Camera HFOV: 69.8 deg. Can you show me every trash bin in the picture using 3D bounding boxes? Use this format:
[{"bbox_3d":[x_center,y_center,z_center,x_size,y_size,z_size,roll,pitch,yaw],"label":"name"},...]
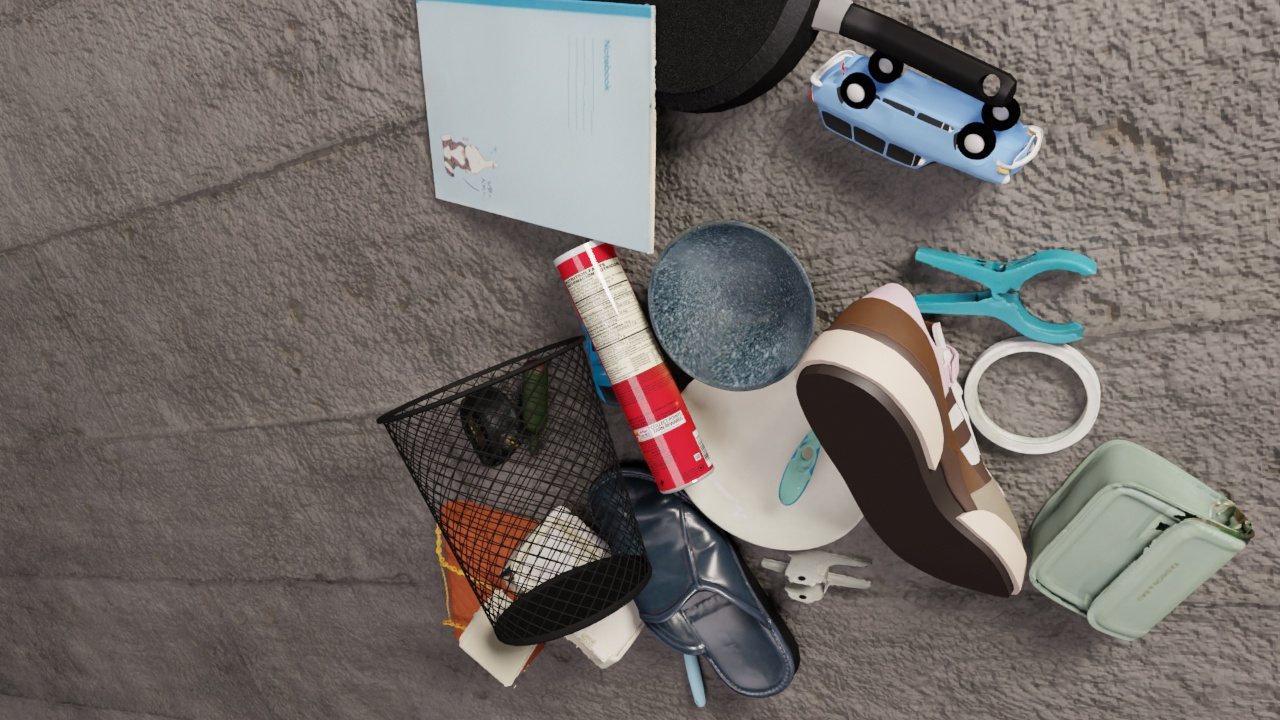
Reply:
[{"bbox_3d":[-0.095,0.111,0.777,0.184,0.183,0.210,-18,97,32],"label":"trash bin"}]

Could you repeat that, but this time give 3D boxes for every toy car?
[{"bbox_3d":[-0.026,-0.006,0.819,0.048,0.032,0.105,2,113,27],"label":"toy car"},{"bbox_3d":[0.188,-0.160,0.614,0.153,0.056,0.055,31,143,20],"label":"toy car"}]

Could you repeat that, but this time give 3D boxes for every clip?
[{"bbox_3d":[0.149,0.181,0.809,0.102,0.059,0.052,6,97,24],"label":"clip"},{"bbox_3d":[0.261,-0.034,0.664,0.130,0.030,0.120,-7,114,29],"label":"clip"}]

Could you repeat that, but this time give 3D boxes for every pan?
[{"bbox_3d":[0.080,-0.248,0.598,0.356,0.034,0.226,37,127,24],"label":"pan"}]

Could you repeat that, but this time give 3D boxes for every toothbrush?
[{"bbox_3d":[0.046,0.289,0.933,0.022,0.016,0.155,9,119,49],"label":"toothbrush"},{"bbox_3d":[0.137,0.068,0.737,0.022,0.017,0.135,25,122,13],"label":"toothbrush"}]

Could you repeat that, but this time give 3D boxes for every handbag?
[{"bbox_3d":[0.357,0.134,0.671,0.106,0.067,0.122,31,123,9],"label":"handbag"},{"bbox_3d":[-0.169,0.246,0.998,0.109,0.060,0.172,13,119,26],"label":"handbag"}]

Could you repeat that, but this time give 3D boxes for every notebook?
[{"bbox_3d":[-0.089,-0.197,0.735,0.254,0.009,0.181,19,122,35],"label":"notebook"}]

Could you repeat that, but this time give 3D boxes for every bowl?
[{"bbox_3d":[0.079,-0.049,0.727,0.137,0.057,0.137,10,114,24],"label":"bowl"}]

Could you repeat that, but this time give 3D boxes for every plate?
[{"bbox_3d":[0.113,0.076,0.785,0.182,0.034,0.182,11,118,22],"label":"plate"}]

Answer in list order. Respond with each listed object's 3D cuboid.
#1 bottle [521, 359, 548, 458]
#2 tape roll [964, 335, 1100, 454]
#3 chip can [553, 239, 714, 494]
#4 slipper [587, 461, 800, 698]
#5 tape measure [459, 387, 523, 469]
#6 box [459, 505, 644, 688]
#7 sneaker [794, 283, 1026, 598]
[{"bbox_3d":[-0.102,0.049,0.887,0.025,0.025,0.106,15,119,20],"label":"bottle"},{"bbox_3d":[0.291,0.026,0.684,0.093,0.013,0.093,11,118,22],"label":"tape roll"},{"bbox_3d":[-0.005,0.005,0.768,0.052,0.051,0.214,-23,93,33],"label":"chip can"},{"bbox_3d":[0.042,0.213,0.848,0.109,0.083,0.265,-38,88,27],"label":"slipper"},{"bbox_3d":[-0.146,0.064,0.895,0.072,0.042,0.072,60,153,8],"label":"tape measure"},{"bbox_3d":[-0.074,0.242,0.866,0.143,0.183,0.044,41,139,-2],"label":"box"},{"bbox_3d":[0.220,0.060,0.691,0.112,0.116,0.294,3,140,52],"label":"sneaker"}]
